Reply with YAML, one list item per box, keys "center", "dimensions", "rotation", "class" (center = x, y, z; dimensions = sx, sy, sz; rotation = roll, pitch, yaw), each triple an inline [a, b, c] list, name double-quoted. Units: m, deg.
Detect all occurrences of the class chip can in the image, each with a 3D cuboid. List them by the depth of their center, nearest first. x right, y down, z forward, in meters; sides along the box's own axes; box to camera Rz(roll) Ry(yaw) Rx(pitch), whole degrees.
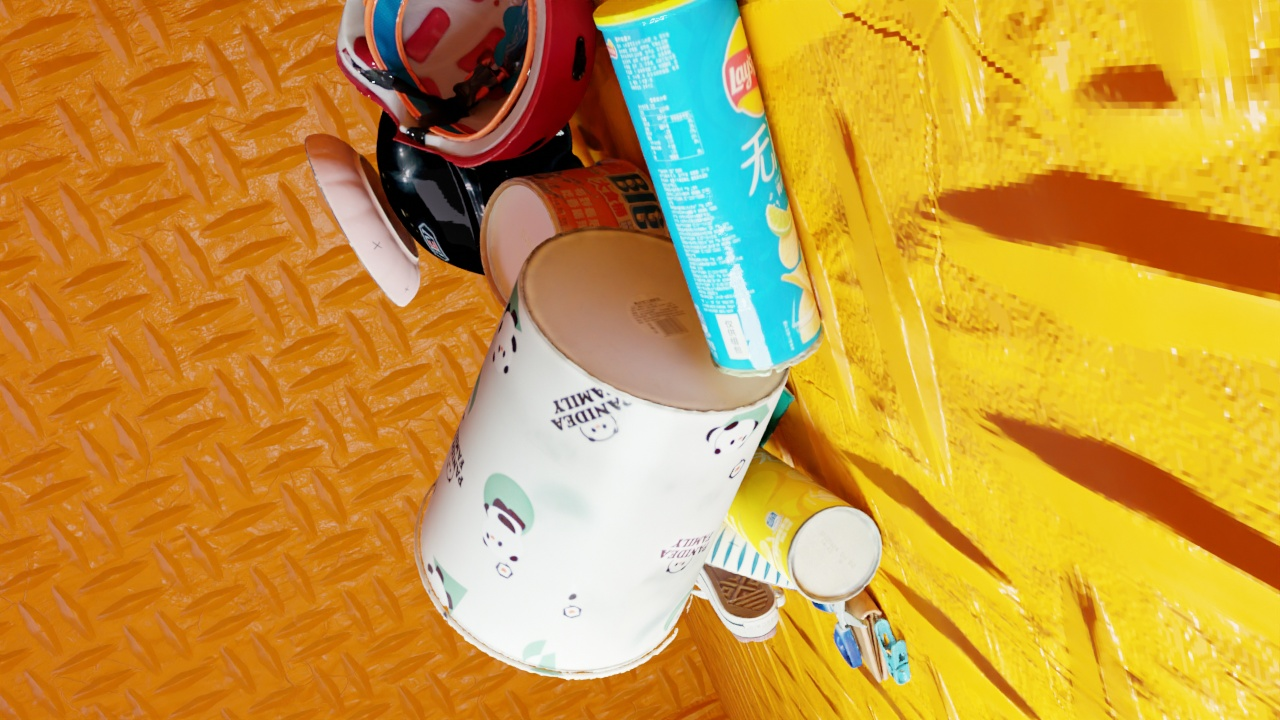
- center: [0.043, -0.096, 0.495]
  dimensions: [0.210, 0.071, 0.071]
  rotation: [69, 172, -29]
  class: "chip can"
- center: [0.101, 0.113, 0.707]
  dimensions: [0.072, 0.072, 0.213]
  rotation: [68, 170, -16]
  class: "chip can"

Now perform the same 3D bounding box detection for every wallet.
- center: [0.169, 0.199, 0.757]
  dimensions: [0.101, 0.020, 0.115]
  rotation: [59, 173, 49]
  class: "wallet"

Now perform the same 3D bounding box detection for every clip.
- center: [0.191, 0.221, 0.690]
  dimensions: [0.037, 0.013, 0.055]
  rotation: [-126, 16, -60]
  class: "clip"

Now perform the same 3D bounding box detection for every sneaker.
- center: [0.098, 0.244, 1.068]
  dimensions: [0.241, 0.118, 0.088]
  rotation: [-119, 16, -57]
  class: "sneaker"

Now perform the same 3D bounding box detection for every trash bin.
- center: [-0.027, 0.058, 0.656]
  dimensions: [0.229, 0.229, 0.253]
  rotation: [60, 141, 39]
  class: "trash bin"

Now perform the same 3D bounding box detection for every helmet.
- center: [-0.116, -0.262, 0.737]
  dimensions: [0.240, 0.143, 0.207]
  rotation: [47, 123, 21]
  class: "helmet"
- center: [-0.157, -0.208, 0.941]
  dimensions: [0.234, 0.230, 0.274]
  rotation: [77, -155, -58]
  class: "helmet"

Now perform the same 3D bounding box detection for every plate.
- center: [-0.273, -0.148, 0.936]
  dimensions: [0.192, 0.039, 0.192]
  rotation: [63, 178, 3]
  class: "plate"

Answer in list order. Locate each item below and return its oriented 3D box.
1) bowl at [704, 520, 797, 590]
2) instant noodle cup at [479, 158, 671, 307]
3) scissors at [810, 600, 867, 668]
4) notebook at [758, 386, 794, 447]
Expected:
- center: [0.101, 0.161, 0.841]
  dimensions: [0.116, 0.116, 0.066]
  rotation: [151, 136, -83]
  class: "bowl"
- center: [-0.063, -0.102, 0.812]
  dimensions: [0.151, 0.111, 0.151]
  rotation: [14, 110, 46]
  class: "instant noodle cup"
- center: [0.151, 0.193, 0.721]
  dimensions: [0.144, 0.012, 0.170]
  rotation: [57, 172, 52]
  class: "scissors"
- center: [0.062, 0.005, 0.779]
  dimensions: [0.150, 0.012, 0.209]
  rotation: [48, 168, 13]
  class: "notebook"
